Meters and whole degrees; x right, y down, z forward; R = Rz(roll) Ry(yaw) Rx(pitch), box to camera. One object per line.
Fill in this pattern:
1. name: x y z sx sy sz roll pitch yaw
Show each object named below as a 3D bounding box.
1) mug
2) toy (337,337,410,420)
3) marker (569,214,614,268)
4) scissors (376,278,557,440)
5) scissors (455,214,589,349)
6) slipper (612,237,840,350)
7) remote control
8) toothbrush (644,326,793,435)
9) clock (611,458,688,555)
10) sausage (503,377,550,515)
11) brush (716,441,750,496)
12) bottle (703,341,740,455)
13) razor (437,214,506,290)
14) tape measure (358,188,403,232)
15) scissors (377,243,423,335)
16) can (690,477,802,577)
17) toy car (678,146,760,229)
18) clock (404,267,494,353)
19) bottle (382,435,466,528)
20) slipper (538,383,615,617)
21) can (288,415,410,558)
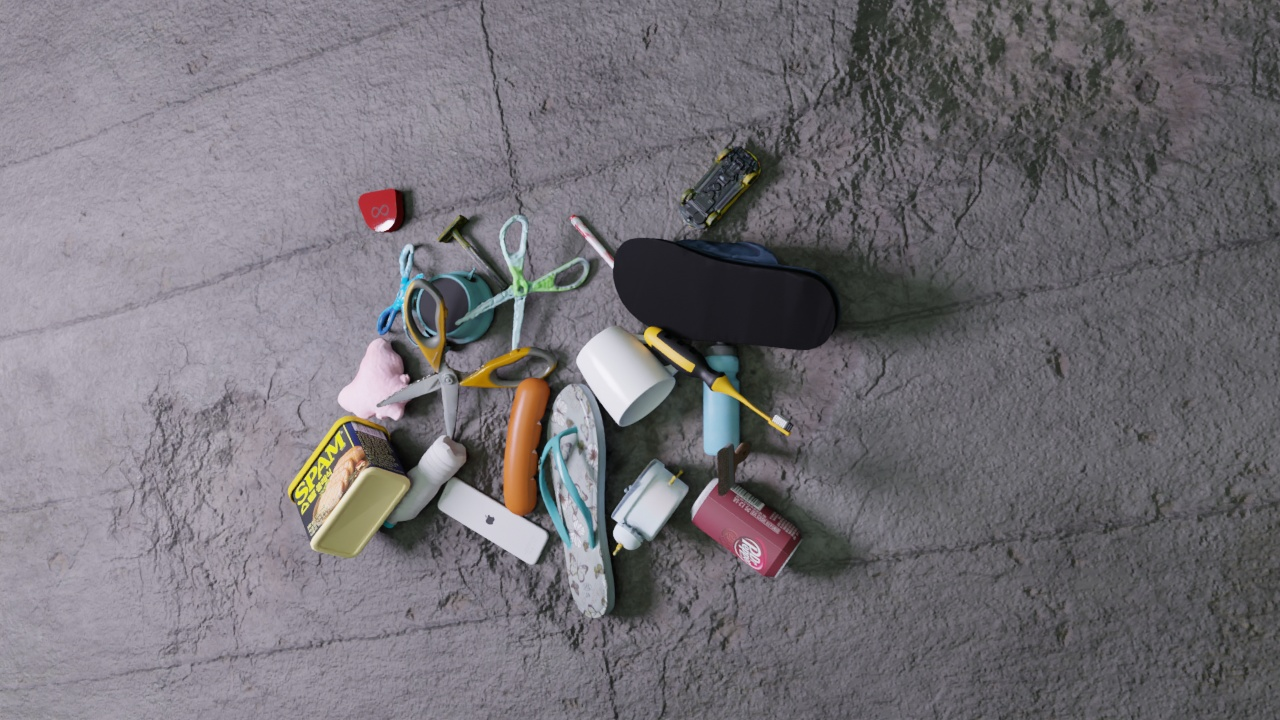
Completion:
1. mug: -0.006 0.006 1.034 0.114 0.081 0.087 -34 71 -18
2. toy: -0.320 0.031 1.133 0.093 0.050 0.102 30 94 18
3. marker: -0.036 -0.118 1.071 0.013 0.012 0.142 -43 78 11
4. scissors: -0.217 0.000 1.075 0.225 0.016 0.230 -17 119 5
5. scissors: -0.143 -0.089 1.068 0.171 0.024 0.166 -27 116 -6
6. slipper: 0.097 -0.079 1.001 0.266 0.083 0.109 12 117 28
7. remote control: -0.179 0.193 1.109 0.147 0.008 0.045 27 97 16
8. toothbrush: 0.081 0.021 0.982 0.197 0.031 0.031 36 112 21
9. clock: 0.003 0.166 1.019 0.057 0.083 0.118 36 98 8
10. sausage: -0.136 0.101 1.075 0.039 0.044 0.164 16 100 57
11. brush: 0.099 0.102 0.958 0.008 0.143 0.045 0 97 18
12. bottle: 0.090 0.039 1.016 0.040 0.040 0.130 -1 89 16
13. razor: -0.199 -0.125 1.116 0.042 0.026 0.106 -43 82 9
14. tape measure: -0.326 -0.187 1.156 0.059 0.019 0.051 -4 90 23
15. scissors: -0.294 -0.077 1.121 0.140 0.011 0.134 -49 41 32
16. can: 0.114 0.180 0.994 0.114 0.063 0.063 35 98 14
17. toy car: 0.087 -0.192 1.027 0.107 0.030 0.049 -46 79 9
18. clock: -0.237 -0.059 1.109 0.124 0.053 0.090 -27 81 17
19. bottle: -0.268 0.151 1.117 0.044 0.044 0.136 46 102 13
20. slipper: -0.082 0.161 1.043 0.098 0.054 0.269 -1 95 52
21. can: -0.350 0.154 1.105 0.135 0.075 0.104 -52 45 9
